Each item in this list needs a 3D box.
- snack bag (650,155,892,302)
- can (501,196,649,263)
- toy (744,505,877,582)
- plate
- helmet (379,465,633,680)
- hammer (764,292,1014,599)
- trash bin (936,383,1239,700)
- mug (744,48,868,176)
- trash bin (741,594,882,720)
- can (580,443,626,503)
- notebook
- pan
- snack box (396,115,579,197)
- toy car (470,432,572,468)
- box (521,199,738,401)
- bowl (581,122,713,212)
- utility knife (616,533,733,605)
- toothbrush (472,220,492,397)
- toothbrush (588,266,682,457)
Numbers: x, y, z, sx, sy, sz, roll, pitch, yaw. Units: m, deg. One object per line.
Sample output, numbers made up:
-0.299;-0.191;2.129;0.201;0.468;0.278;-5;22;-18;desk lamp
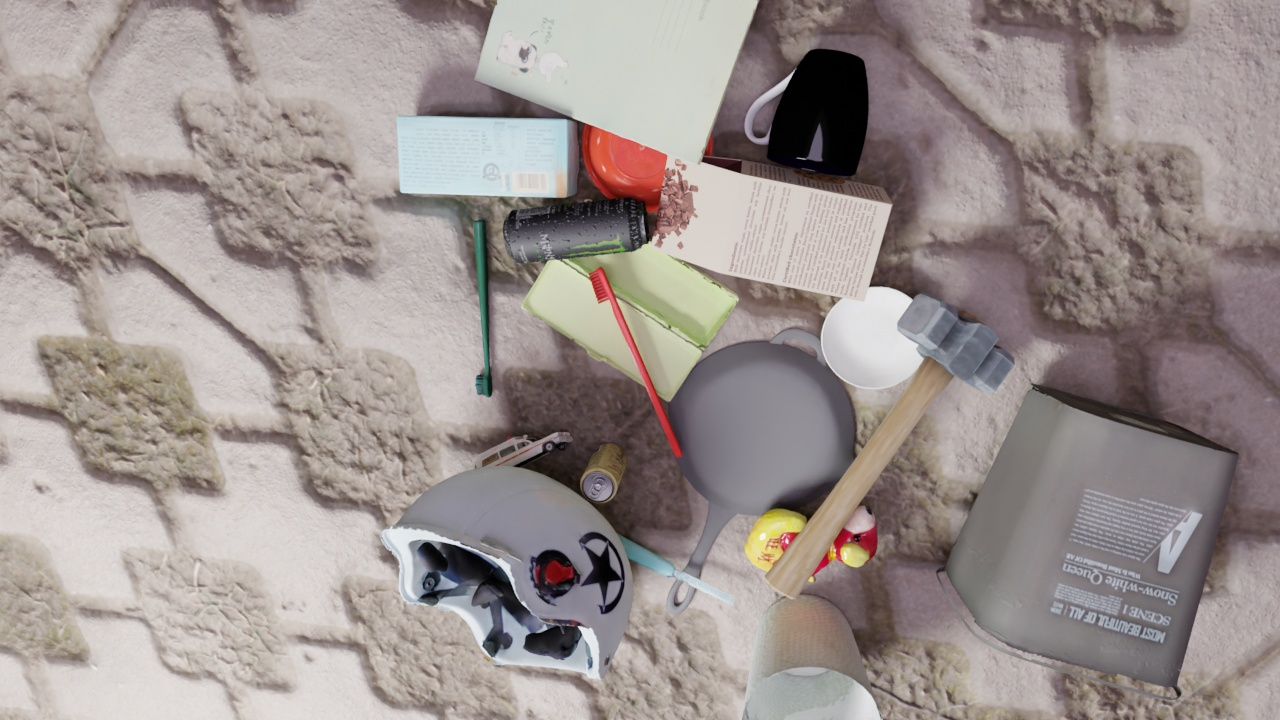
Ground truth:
0.119;-0.131;0.868;0.206;0.069;0.094;12;114;2;snack bag
-0.062;-0.126;0.889;0.138;0.054;0.054;-5;104;7;can
0.178;0.195;0.960;0.137;0.067;0.106;-4;128;5;toy
0.232;-0.024;0.915;0.104;0.026;0.104;2;105;7;plate
-0.121;0.198;0.935;0.237;0.163;0.264;-17;125;47;helmet
0.227;0.093;0.887;0.117;0.051;0.323;31;96;-28;hammer
0.420;0.155;0.863;0.197;0.197;0.220;16;100;2;trash bin
0.153;-0.231;0.848;0.119;0.084;0.100;17;99;33;mug
0.173;0.329;0.950;0.133;0.161;0.133;2;106;7;trash bin
-0.038;0.118;0.962;0.038;0.079;0.038;2;105;7;can
-0.026;-0.307;0.841;0.253;0.010;0.182;26;107;18;notebook
0.101;0.131;0.977;0.216;0.024;0.355;23;107;1;pan
-0.149;-0.201;0.903;0.175;0.053;0.075;2;106;5;snack box
-0.131;0.099;0.994;0.113;0.039;0.039;-28;79;13;toy car
-0.012;-0.060;0.937;0.187;0.024;0.137;31;101;-2;box
0.004;-0.206;0.885;0.130;0.045;0.130;2;105;7;bowl
0.023;0.226;1.007;0.177;0.015;0.022;26;106;9;utility knife
-0.168;-0.052;0.966;0.017;0.016;0.190;3;105;11;toothbrush
-0.006;0.005;0.935;0.018;0.012;0.212;-22;100;9;toothbrush
